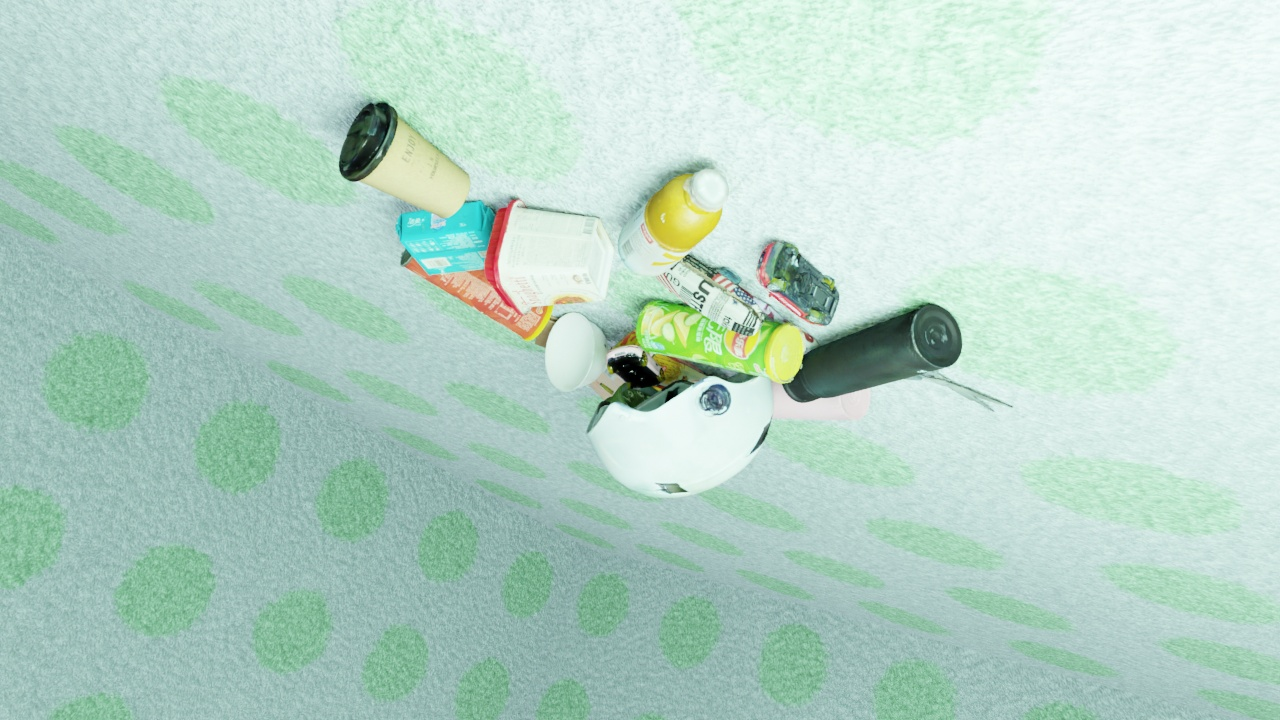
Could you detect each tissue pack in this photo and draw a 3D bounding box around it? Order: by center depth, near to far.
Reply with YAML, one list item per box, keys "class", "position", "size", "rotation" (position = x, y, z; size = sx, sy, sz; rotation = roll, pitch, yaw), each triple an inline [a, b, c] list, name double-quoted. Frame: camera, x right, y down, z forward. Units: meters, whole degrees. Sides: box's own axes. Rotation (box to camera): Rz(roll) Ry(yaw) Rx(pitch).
- class: "tissue pack"
  position: [-0.233, -0.156, 1.168]
  size: [0.133, 0.050, 0.093]
  rotation: [-4, 155, 14]

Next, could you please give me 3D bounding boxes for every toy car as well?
- class: "toy car"
  position: [0.163, -0.079, 0.972]
  size: [0.045, 0.052, 0.120]
  rotation: [4, 156, 47]
- class: "toy car"
  position: [-0.007, 0.007, 1.239]
  size: [0.056, 0.037, 0.122]
  rotation: [-12, 157, 16]

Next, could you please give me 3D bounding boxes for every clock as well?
- class: "clock"
  position: [0.013, 0.088, 1.369]
  size: [0.161, 0.116, 0.056]
  rotation: [16, 125, -31]

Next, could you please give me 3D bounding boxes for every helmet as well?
- class: "helmet"
  position: [0.065, 0.099, 1.204]
  size: [0.258, 0.146, 0.229]
  rotation: [-15, 180, -13]

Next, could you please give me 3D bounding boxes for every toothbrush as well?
- class: "toothbrush"
  position: [0.158, -0.060, 1.094]
  size: [0.187, 0.016, 0.017]
  rotation: [33, 149, -30]

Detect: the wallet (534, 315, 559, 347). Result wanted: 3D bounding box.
- class: "wallet"
  position: [-0.117, -0.035, 1.462]
  size: [0.101, 0.020, 0.115]
  rotation: [20, 159, 0]

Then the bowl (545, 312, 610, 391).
- class: "bowl"
  position: [-0.084, -0.010, 1.381]
  size: [0.064, 0.118, 0.118]
  rotation: [8, 175, -42]

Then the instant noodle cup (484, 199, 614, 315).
- class: "instant noodle cup"
  position: [-0.104, -0.119, 1.082]
  size: [0.124, 0.116, 0.116]
  rotation: [3, 156, 17]

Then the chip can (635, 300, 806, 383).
- class: "chip can"
  position: [0.092, -0.027, 1.136]
  size: [0.222, 0.072, 0.072]
  rotation: [13, 160, 40]

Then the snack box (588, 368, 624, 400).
- class: "snack box"
  position: [-0.045, 0.034, 1.514]
  size: [0.084, 0.026, 0.157]
  rotation: [45, 162, 4]

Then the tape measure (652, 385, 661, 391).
- class: "tape measure"
  position: [0.027, 0.046, 1.499]
  size: [0.057, 0.028, 0.060]
  rotation: [-11, 149, 14]

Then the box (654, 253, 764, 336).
- class: "box"
  position: [0.067, -0.080, 1.050]
  size: [0.164, 0.051, 0.068]
  rotation: [33, 175, 12]

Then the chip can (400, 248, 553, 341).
- class: "chip can"
  position: [-0.229, -0.107, 1.295]
  size: [0.216, 0.073, 0.073]
  rotation: [31, 159, -27]

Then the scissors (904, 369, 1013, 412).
- class: "scissors"
  position: [0.362, 0.024, 1.110]
  size: [0.163, 0.014, 0.165]
  rotation: [7, 159, 34]

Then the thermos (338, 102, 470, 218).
- class: "thermos"
  position: [-0.261, -0.217, 1.017]
  size: [0.093, 0.093, 0.143]
  rotation: [3, 162, 43]

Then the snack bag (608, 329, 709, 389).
- class: "snack bag"
  position: [0.054, 0.022, 1.380]
  size: [0.129, 0.073, 0.207]
  rotation: [3, 161, 43]

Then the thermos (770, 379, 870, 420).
- class: "thermos"
  position: [0.220, 0.052, 1.254]
  size: [0.087, 0.067, 0.199]
  rotation: [30, 159, -34]

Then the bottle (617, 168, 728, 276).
- class: "bottle"
  position: [0.034, -0.140, 0.925]
  size: [0.068, 0.068, 0.190]
  rotation: [26, 161, -13]

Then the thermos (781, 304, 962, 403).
- class: "thermos"
  position: [0.262, -0.006, 1.053]
  size: [0.243, 0.089, 0.068]
  rotation: [-24, 90, 62]
